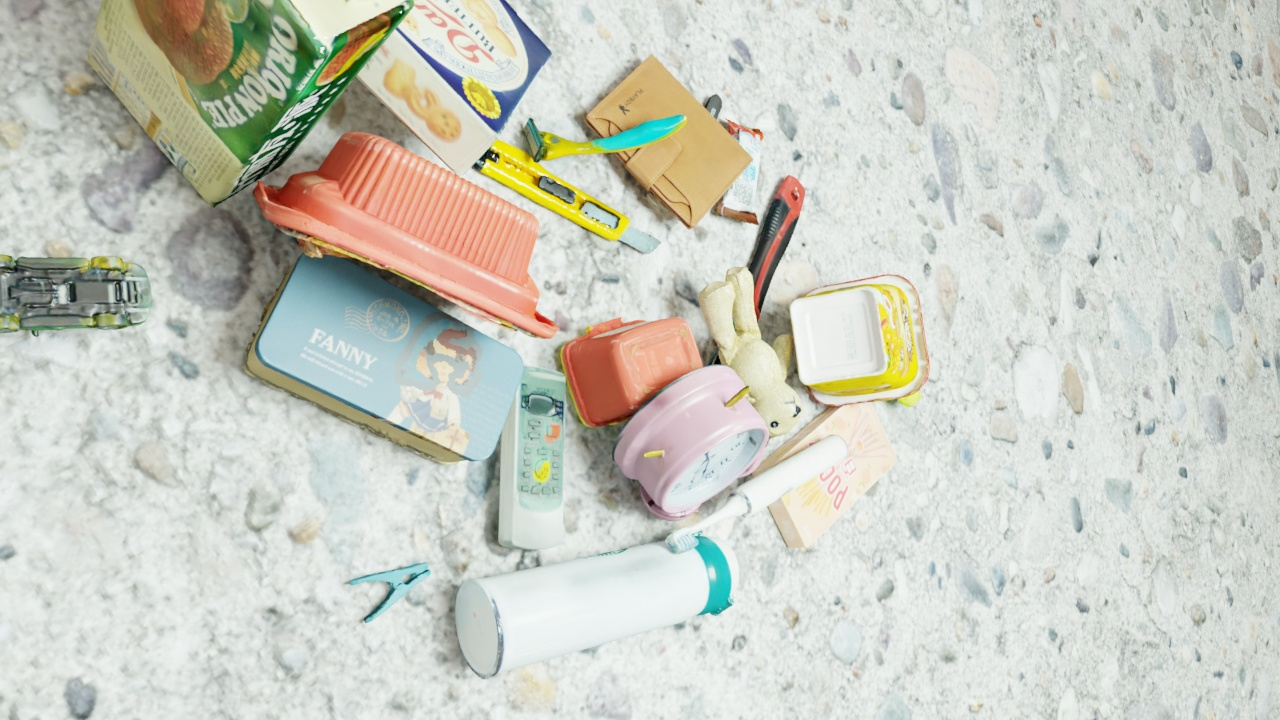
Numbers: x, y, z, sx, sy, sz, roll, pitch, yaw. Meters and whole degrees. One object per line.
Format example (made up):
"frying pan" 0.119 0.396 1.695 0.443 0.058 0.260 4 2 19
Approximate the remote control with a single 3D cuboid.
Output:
"remote control" -0.079 0.072 0.684 0.056 0.019 0.135 14 73 -53

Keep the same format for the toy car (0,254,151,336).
"toy car" -0.331 -0.036 0.522 0.091 0.036 0.043 -2 84 -37

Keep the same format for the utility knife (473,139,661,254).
"utility knife" -0.056 -0.132 0.747 0.190 0.015 0.033 25 69 -30

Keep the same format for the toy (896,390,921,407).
"toy" 0.249 0.007 0.922 0.099 0.031 0.096 -28 92 -51

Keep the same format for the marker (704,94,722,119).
"marker" 0.052 -0.193 0.834 0.018 0.015 0.123 33 65 -28

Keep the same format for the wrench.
"wrench" 0.108 -0.060 0.851 0.056 0.016 0.272 33 65 -31

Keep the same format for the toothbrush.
"toothbrush" 0.101 0.110 0.768 0.220 0.027 0.026 -21 54 -40

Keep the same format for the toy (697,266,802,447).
"toy" 0.096 -0.004 0.781 0.105 0.066 0.157 -33 111 -30

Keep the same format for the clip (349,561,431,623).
"clip" -0.167 0.152 0.621 0.054 0.013 0.034 -27 99 -36

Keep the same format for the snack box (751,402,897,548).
"snack box" 0.177 0.100 0.867 0.156 0.026 0.084 -33 101 -35

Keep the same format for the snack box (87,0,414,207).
"snack box" -0.223 -0.176 0.497 0.063 0.241 0.114 -46 107 -34

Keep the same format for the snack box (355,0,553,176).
"snack box" -0.153 -0.238 0.630 0.178 0.046 0.182 44 30 -22

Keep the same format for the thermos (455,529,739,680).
"thermos" -0.023 0.174 0.689 0.223 0.073 0.073 -4 84 -36

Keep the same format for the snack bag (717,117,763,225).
"snack bag" 0.094 -0.177 0.855 0.048 0.026 0.104 11 76 -27

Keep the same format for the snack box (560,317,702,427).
"snack box" -0.004 0.004 0.721 0.091 0.080 0.082 -20 93 -36

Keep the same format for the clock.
"clock" 0.045 0.072 0.719 0.117 0.159 0.060 -35 65 -8

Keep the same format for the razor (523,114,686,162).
"razor" -0.026 -0.181 0.740 0.132 0.028 0.043 -12 48 -13

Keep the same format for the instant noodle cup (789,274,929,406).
"instant noodle cup" 0.190 -0.019 0.822 0.123 0.116 0.116 2 79 -66

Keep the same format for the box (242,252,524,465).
"box" -0.174 -0.001 0.613 0.184 0.063 0.089 29 66 -30

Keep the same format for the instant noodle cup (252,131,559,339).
"instant noodle cup" -0.143 -0.086 0.583 0.188 0.164 0.079 23 94 -30

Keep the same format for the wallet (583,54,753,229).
"wallet" 0.025 -0.189 0.795 0.132 0.031 0.107 45 61 -8
